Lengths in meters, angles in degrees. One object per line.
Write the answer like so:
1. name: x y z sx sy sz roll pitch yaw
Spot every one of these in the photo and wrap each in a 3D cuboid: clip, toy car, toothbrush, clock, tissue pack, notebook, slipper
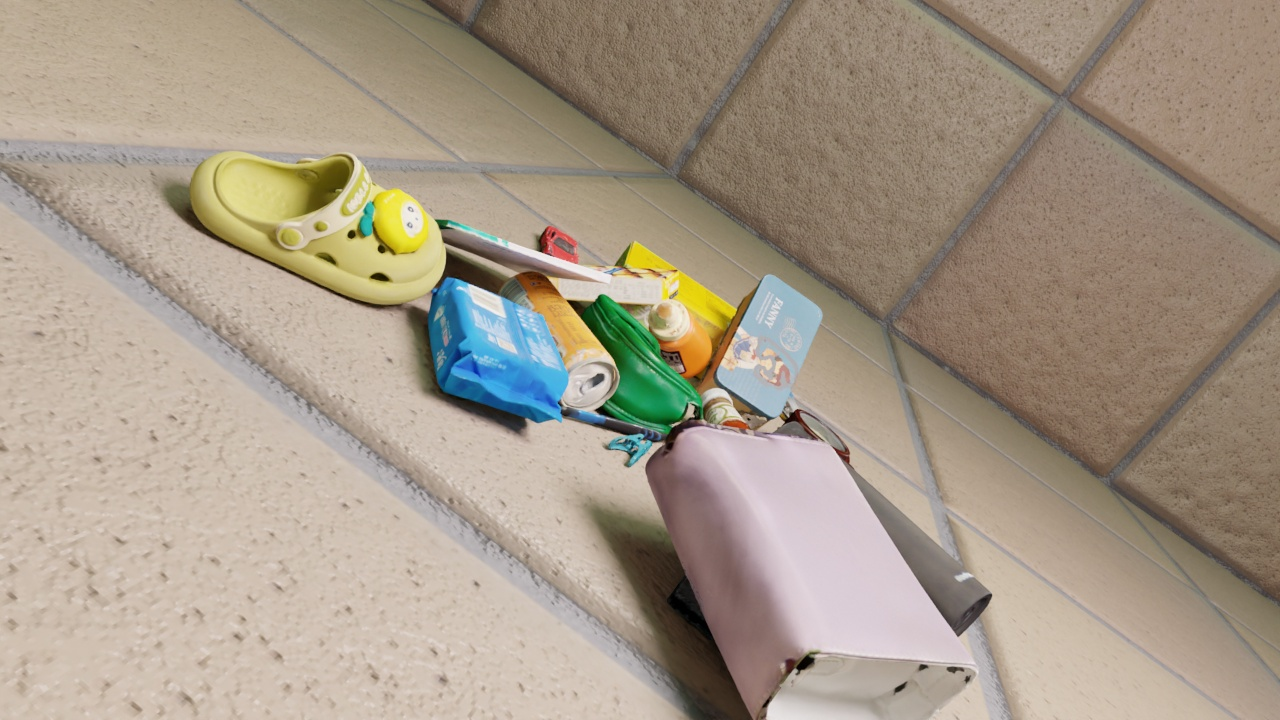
1. clip: 0.193 0.064 1.179 0.027 0.045 0.058 22 26 -41
2. toy car: -0.101 -0.141 1.155 0.049 0.031 0.106 29 19 -17
3. toothbrush: 0.000 0.063 0.797 0.189 0.014 0.016 19 38 -44
4. clock: 0.190 0.103 0.989 0.122 0.055 0.082 35 16 -5
5. tissue pack: -0.112 -0.006 0.700 0.095 0.052 0.157 24 19 -28
6. notebook: -0.134 -0.101 0.840 0.150 0.012 0.209 18 -1 -27
7. slipper: -0.227 -0.107 0.676 0.190 0.082 0.091 19 55 -28
8. clip: -0.005 0.073 0.760 0.039 0.014 0.055 40 18 16

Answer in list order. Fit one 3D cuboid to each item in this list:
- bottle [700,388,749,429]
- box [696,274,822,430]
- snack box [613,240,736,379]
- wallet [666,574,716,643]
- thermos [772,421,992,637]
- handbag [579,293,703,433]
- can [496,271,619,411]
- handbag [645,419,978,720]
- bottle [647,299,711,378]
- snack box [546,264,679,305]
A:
1. bottle: 0.095 0.091 0.817 0.059 0.060 0.206 26 20 -28
2. box: 0.136 -0.012 1.027 0.090 0.060 0.183 32 59 -8
3. snack box: 0.054 -0.052 1.134 0.210 0.070 0.157 33 16 -7
4. wallet: 0.074 0.171 0.629 0.097 0.019 0.120 38 18 9
5. thermos: 0.201 0.157 0.852 0.089 0.069 0.242 -8 41 -43
6. handbag: -0.005 0.005 0.853 0.120 0.068 0.131 27 16 -44
7. can: -0.075 -0.019 0.801 0.058 0.058 0.146 20 22 -43
8. handbag: 0.093 0.134 0.574 0.144 0.099 0.197 23 25 -34
9. bottle: 0.036 -0.027 0.961 0.067 0.066 0.149 41 -6 19
10. snack box: -0.033 -0.083 1.001 0.140 0.034 0.086 3 12 13
